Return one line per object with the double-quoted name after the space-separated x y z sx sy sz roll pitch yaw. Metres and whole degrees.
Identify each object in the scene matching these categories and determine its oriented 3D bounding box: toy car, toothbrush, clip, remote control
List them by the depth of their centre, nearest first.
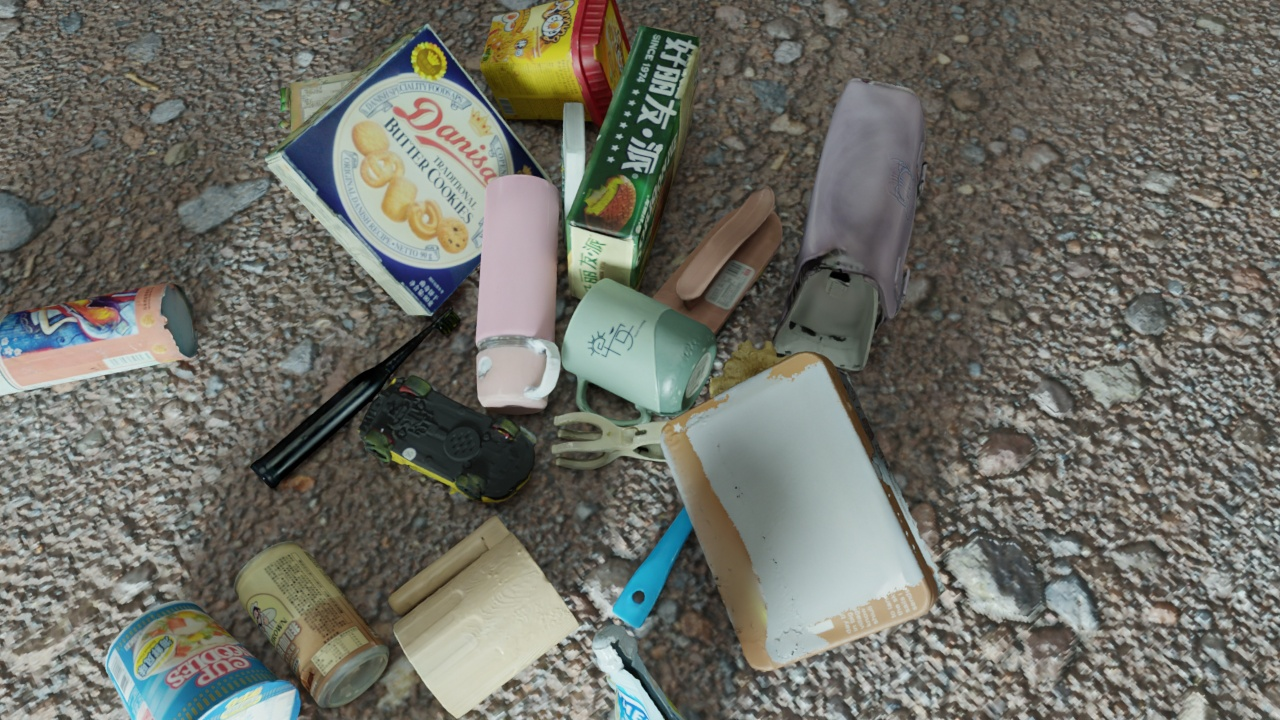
-0.155 0.066 0.739 0.156 0.041 0.071 21 64 16 "toy car"
-0.020 0.069 0.743 0.103 0.076 0.034 4 59 -6 "clip"
-0.235 0.026 0.777 0.212 0.026 0.027 -44 102 -21 "toothbrush"
-0.060 -0.161 0.808 0.019 0.135 0.056 -1 61 -6 "remote control"

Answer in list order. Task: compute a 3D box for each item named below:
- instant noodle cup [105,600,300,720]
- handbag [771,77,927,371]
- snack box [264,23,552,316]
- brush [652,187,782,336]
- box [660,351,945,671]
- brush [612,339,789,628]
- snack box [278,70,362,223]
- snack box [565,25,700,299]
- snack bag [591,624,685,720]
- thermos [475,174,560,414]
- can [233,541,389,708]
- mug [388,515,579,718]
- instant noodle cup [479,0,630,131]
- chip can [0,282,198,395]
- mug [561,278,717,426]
-0.308 0.227 0.632 0.110 0.099 0.099 34 67 27 "instant noodle cup"
0.179 -0.111 0.764 0.098 0.145 0.196 12 63 12 "handbag"
-0.194 -0.165 0.803 0.046 0.178 0.182 5 51 53 "snack box"
0.075 -0.086 0.796 0.063 0.073 0.145 30 65 19 "brush"
0.106 0.098 0.617 0.148 0.158 0.181 -20 78 -9 "box"
0.054 0.091 0.716 0.083 0.046 0.254 30 71 11 "brush"
-0.269 -0.203 0.861 0.117 0.106 0.118 -12 61 -4 "snack box"
-0.003 -0.174 0.825 0.063 0.115 0.239 14 63 5 "snack box"
0.010 0.223 0.556 0.038 0.191 0.110 -28 63 -14 "snack bag"
-0.097 -0.057 0.768 0.067 0.087 0.198 17 65 -39 "thermos"
-0.238 0.190 0.663 0.058 0.059 0.116 -41 66 -19 "can"
-0.119 0.177 0.660 0.103 0.084 0.125 -36 40 -15 "mug"
-0.083 -0.295 0.907 0.124 0.116 0.116 -1 60 16 "instant noodle cup"
-0.499 -0.013 0.784 0.214 0.071 0.071 -11 60 -5 "chip can"
-0.004 0.004 0.751 0.106 0.082 0.112 26 95 16 "mug"
